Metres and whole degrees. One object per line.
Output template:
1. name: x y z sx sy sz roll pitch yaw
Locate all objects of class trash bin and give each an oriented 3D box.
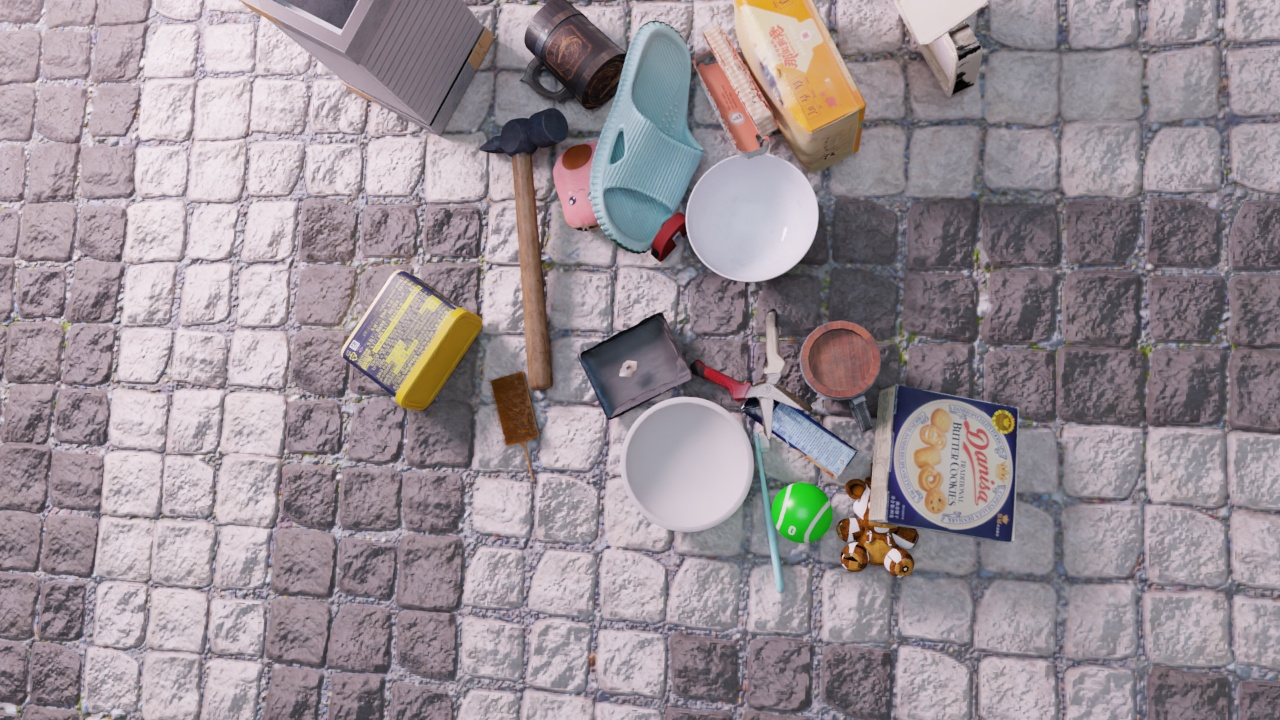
1. trash bin: -0.300 -0.390 1.050 0.142 0.247 0.142 29 90 12

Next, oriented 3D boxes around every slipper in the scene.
1. slipper: 0.014 -0.261 1.052 0.116 0.070 0.276 17 82 -32

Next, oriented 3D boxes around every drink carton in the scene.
1. drink carton: 0.173 0.077 1.009 0.130 0.064 0.040 36 91 13

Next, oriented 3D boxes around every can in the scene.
1. can: -0.274 -0.026 1.098 0.104 0.075 0.135 34 91 14

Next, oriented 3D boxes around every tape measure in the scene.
1. tape measure: 0.035 -0.143 1.063 0.019 0.051 0.059 42 92 12

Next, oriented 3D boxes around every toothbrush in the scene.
1. toothbrush: 0.146 0.170 1.030 0.016 0.016 0.180 -6 83 1

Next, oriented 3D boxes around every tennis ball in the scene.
1. tennis ball: 0.176 0.166 0.999 0.065 0.065 0.065 -1 84 10

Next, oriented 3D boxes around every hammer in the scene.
1. hammer: -0.132 -0.125 1.088 0.130 0.040 0.321 -5 89 42

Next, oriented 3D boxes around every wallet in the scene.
1. wallet: -0.006 0.006 1.069 0.115 0.026 0.089 -26 80 7

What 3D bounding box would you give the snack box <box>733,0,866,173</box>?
1. snack box: 0.167 -0.319 1.008 0.081 0.145 0.195 -25 80 7

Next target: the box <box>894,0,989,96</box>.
1. box: 0.300 -0.370 0.970 0.080 0.180 0.143 -26 74 8

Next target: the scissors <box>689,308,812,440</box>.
1. scissors: 0.126 0.009 0.999 0.199 0.015 0.178 2 50 46

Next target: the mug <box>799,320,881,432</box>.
1. mug: 0.220 0.021 0.982 0.081 0.111 0.117 -25 80 7

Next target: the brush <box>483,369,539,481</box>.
1. brush: -0.146 0.078 1.092 0.048 0.017 0.126 -16 82 9

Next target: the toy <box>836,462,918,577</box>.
1. toy: 0.256 0.169 0.986 0.087 0.067 0.112 5 98 7

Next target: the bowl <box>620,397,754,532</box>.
1. bowl: 0.054 0.117 1.038 0.150 0.043 0.149 -1 84 10

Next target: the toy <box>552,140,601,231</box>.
1. toy: -0.060 -0.206 1.086 0.090 0.051 0.110 -6 82 13

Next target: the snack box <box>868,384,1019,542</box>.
1. snack box: 0.318 0.108 0.959 0.145 0.043 0.144 10 77 -8

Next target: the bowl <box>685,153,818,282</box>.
1. bowl: 0.127 -0.153 1.035 0.144 0.074 0.144 -1 84 10

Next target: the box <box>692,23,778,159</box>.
1. box: 0.101 -0.306 1.031 0.067 0.056 0.187 -41 49 25

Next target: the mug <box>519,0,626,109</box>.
1. mug: -0.085 -0.353 1.101 0.107 0.079 0.116 46 120 12
